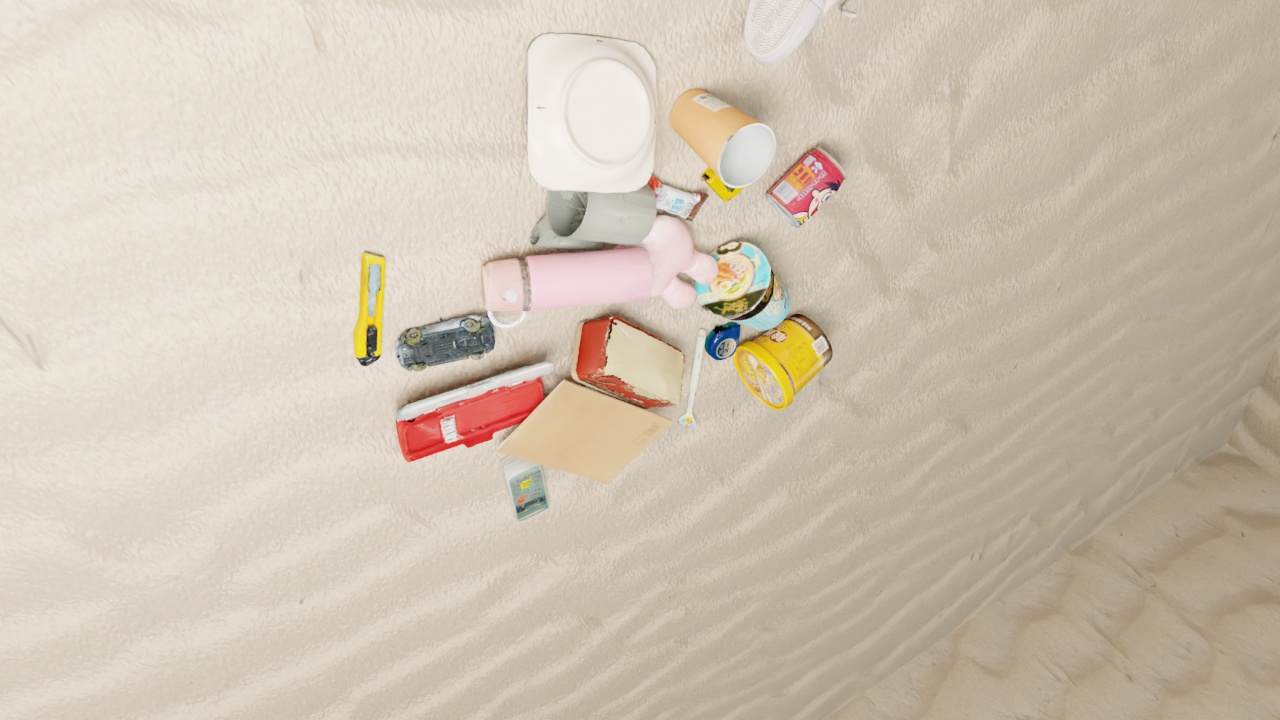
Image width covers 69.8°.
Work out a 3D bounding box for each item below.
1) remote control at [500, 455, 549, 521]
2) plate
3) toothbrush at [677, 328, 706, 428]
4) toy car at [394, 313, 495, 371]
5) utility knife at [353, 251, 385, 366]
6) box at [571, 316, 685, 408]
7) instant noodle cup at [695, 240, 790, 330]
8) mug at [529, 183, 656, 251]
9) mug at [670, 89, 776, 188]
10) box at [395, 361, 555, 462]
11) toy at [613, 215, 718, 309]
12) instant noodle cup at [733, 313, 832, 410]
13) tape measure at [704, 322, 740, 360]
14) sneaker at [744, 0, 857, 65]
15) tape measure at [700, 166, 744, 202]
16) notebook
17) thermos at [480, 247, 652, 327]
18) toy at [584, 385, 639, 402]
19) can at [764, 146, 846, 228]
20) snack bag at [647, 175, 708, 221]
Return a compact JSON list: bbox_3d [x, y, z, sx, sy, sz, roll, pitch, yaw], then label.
[{"bbox_3d":[-0.169,0.183,1.350,0.056,0.019,0.135,-23,137,-19],"label":"remote control"},{"bbox_3d":[-0.043,-0.261,0.976,0.163,0.034,0.164,-7,103,-33],"label":"plate"},{"bbox_3d":[0.083,0.030,1.404,0.020,0.029,0.190,-61,163,-50],"label":"toothbrush"},{"bbox_3d":[-0.234,-0.023,1.101,0.120,0.036,0.054,-15,135,-13],"label":"toy car"},{"bbox_3d":[-0.305,-0.055,1.032,0.033,0.015,0.154,-12,133,-33],"label":"utility knife"},{"bbox_3d":[-0.007,0.007,1.240,0.168,0.078,0.091,25,66,-47],"label":"box"},{"bbox_3d":[0.153,-0.096,1.285,0.111,0.111,0.120,-49,147,11],"label":"instant noodle cup"},{"bbox_3d":[-0.057,-0.169,1.079,0.103,0.083,0.124,2,152,-40],"label":"mug"},{"bbox_3d":[0.089,-0.263,1.059,0.078,0.122,0.078,-22,137,-21],"label":"mug"},{"bbox_3d":[-0.212,0.056,1.169,0.200,0.065,0.160,-19,156,-22],"label":"box"},{"bbox_3d":[0.029,-0.123,1.192,0.121,0.054,0.159,-47,134,15],"label":"toy"},{"bbox_3d":[0.223,-0.003,1.411,0.114,0.118,0.118,-36,140,-16],"label":"instant noodle cup"},{"bbox_3d":[0.122,-0.028,1.375,0.054,0.025,0.058,-14,130,-25],"label":"tape measure"},{"bbox_3d":[0.207,-0.433,1.030,0.090,0.089,0.242,22,105,-51],"label":"sneaker"},{"bbox_3d":[0.114,-0.235,1.177,0.057,0.029,0.060,-47,140,7],"label":"tape measure"},{"bbox_3d":[-0.073,0.105,1.279,0.211,0.012,0.150,23,122,-42],"label":"notebook"},{"bbox_3d":[-0.089,-0.086,1.096,0.198,0.067,0.087,-8,123,-13],"label":"thermos"},{"bbox_3d":[-0.068,0.079,1.306,0.156,0.050,0.162,-4,121,-24],"label":"toy"},{"bbox_3d":[0.223,-0.233,1.232,0.094,0.066,0.066,-45,140,5],"label":"can"},{"bbox_3d":[0.037,-0.202,1.150,0.104,0.026,0.048,4,130,-41],"label":"snack bag"}]
